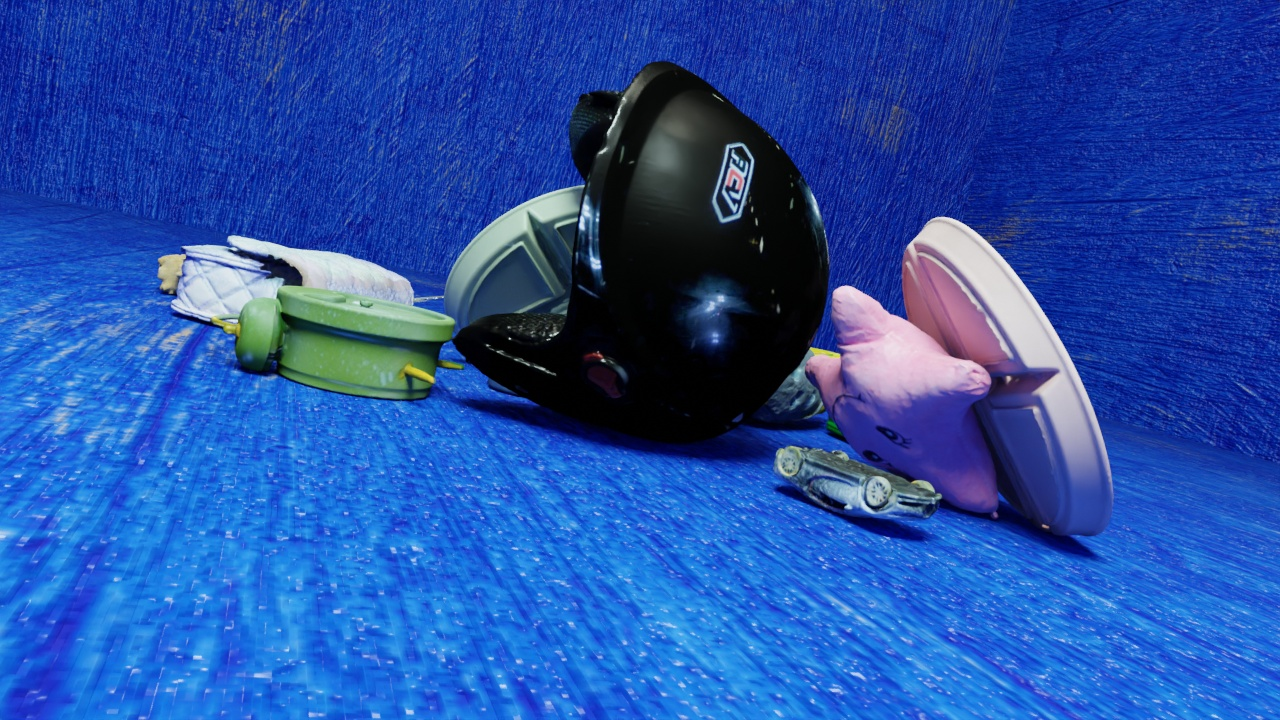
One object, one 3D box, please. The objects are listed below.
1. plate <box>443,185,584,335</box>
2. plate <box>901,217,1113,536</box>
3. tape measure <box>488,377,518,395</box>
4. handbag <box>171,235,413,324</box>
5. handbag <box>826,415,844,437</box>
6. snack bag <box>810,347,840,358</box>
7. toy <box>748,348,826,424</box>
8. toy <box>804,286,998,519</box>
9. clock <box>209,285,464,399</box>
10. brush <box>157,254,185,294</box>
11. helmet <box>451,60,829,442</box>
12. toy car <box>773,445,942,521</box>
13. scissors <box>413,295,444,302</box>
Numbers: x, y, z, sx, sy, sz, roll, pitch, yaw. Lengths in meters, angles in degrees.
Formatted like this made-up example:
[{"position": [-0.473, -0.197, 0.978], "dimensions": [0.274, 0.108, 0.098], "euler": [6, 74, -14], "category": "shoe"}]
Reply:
[{"position": [-0.062, -0.066, 0.832], "dimensions": [0.229, 0.231, 0.027], "euler": [8, 46, -40], "category": "plate"}, {"position": [0.233, 0.014, 0.612], "dimensions": [0.028, 0.229, 0.229], "euler": [-25, 4, 3], "category": "plate"}, {"position": [-0.094, 0.013, 0.738], "dimensions": [0.058, 0.025, 0.054], "euler": [10, 4, -12], "category": "tape measure"}, {"position": [-0.306, -0.065, 0.820], "dimensions": [0.134, 0.075, 0.193], "euler": [13, 6, 12], "category": "handbag"}, {"position": [0.249, 0.053, 0.869], "dimensions": [0.120, 0.068, 0.131], "euler": [11, 5, -24], "category": "handbag"}, {"position": [0.170, 0.009, 1.182], "dimensions": [0.246, 0.068, 0.158], "euler": [9, 6, -30], "category": "snack bag"}, {"position": [0.103, -0.019, 0.845], "dimensions": [0.092, 0.137, 0.356], "euler": [-14, -42, 32], "category": "toy"}, {"position": [0.187, 0.035, 0.630], "dimensions": [0.178, 0.074, 0.195], "euler": [49, -14, 15], "category": "toy"}, {"position": [-0.204, -0.016, 0.618], "dimensions": [0.161, 0.056, 0.116], "euler": [12, 4, 0], "category": "clock"}, {"position": [-0.460, -0.089, 0.988], "dimensions": [0.083, 0.046, 0.255], "euler": [6, 3, -18], "category": "brush"}, {"position": [0.018, -0.065, 0.634], "dimensions": [0.230, 0.233, 0.275], "euler": [21, -24, -1], "category": "helmet"}, {"position": [0.124, 0.074, 0.535], "dimensions": [0.048, 0.031, 0.106], "euler": [7, 5, -37], "category": "toy car"}, {"position": [-0.261, -0.061, 0.977], "dimensions": [0.177, 0.014, 0.159], "euler": [-5, 7, -6], "category": "scissors"}]
